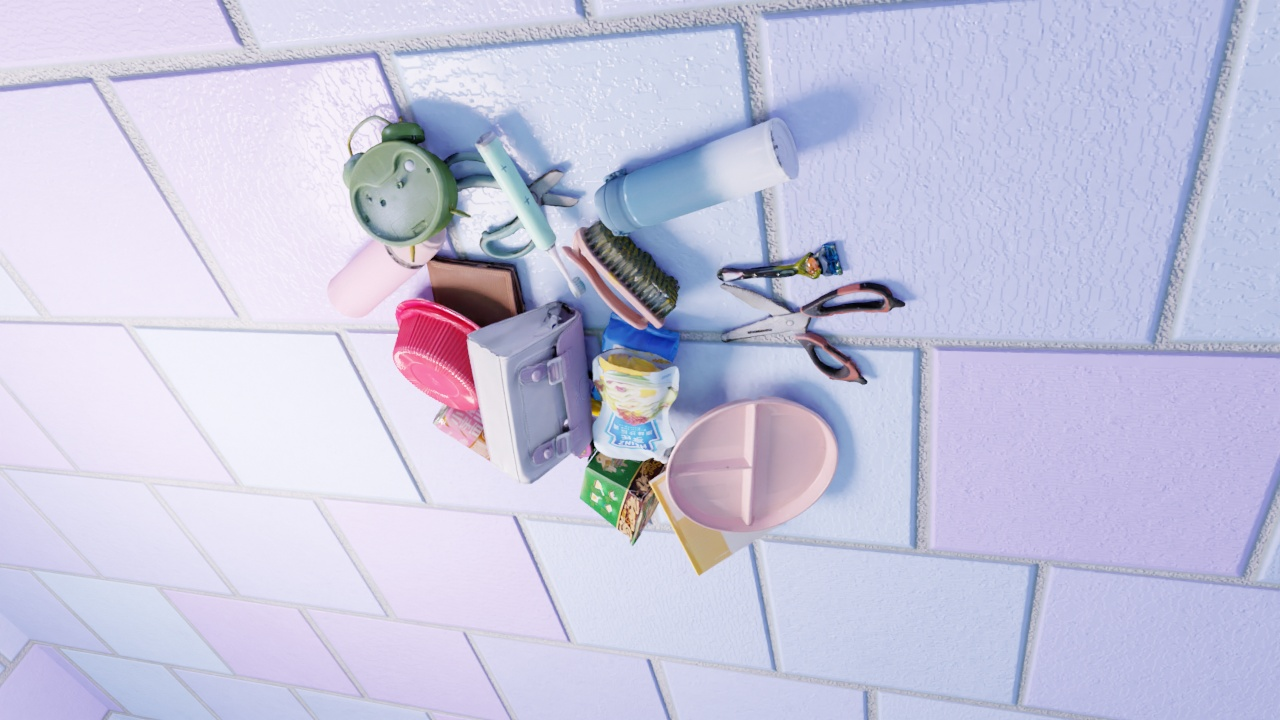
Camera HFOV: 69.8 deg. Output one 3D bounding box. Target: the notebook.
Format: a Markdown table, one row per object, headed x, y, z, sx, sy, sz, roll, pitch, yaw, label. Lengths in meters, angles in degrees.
| x | y | z | sx | sy | sz | roll | pitch | yaw | label |
| --- | --- | --- | --- | --- | --- | --- | --- | --- | --- |
| 0.108 | 0.201 | 1.284 | 0.145 | 0.010 | 0.206 | -30 | 126 | -8 | notebook |

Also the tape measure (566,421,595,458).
| x | y | z | sx | sy | sz | roll | pitch | yaw | label |
| --- | --- | --- | --- | --- | --- | --- | --- | --- | --- |
| -0.084 | 0.108 | 1.308 | 0.057 | 0.039 | 0.058 | 44 | 138 | -11 | tape measure |

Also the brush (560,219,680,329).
| x | y | z | sx | sy | sz | roll | pitch | yaw | label |
| --- | --- | --- | --- | --- | --- | --- | --- | --- | --- |
| -0.023 | -0.100 | 1.069 | 0.145 | 0.063 | 0.073 | 42 | 122 | -19 | brush |

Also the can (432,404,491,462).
| x | y | z | sx | sy | sz | roll | pitch | yaw | label |
| --- | --- | --- | --- | --- | --- | --- | --- | --- | --- |
| -0.229 | 0.110 | 1.349 | 0.147 | 0.057 | 0.058 | 35 | 134 | -14 | can |

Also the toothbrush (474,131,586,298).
| x | y | z | sx | sy | sz | roll | pitch | yaw | label |
| --- | --- | --- | --- | --- | --- | --- | --- | --- | --- |
| -0.121 | -0.159 | 1.049 | 0.026 | 0.027 | 0.224 | 15 | 143 | 50 | toothbrush |

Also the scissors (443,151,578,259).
| x | y | z | sx | sy | sz | roll | pitch | yaw | label |
| --- | --- | --- | --- | --- | --- | --- | --- | --- | --- |
| -0.163 | -0.194 | 1.064 | 0.178 | 0.019 | 0.173 | 41 | 134 | -18 | scissors |

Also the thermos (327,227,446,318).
| x | y | z | sx | sy | sz | roll | pitch | yaw | label |
| --- | --- | --- | --- | --- | --- | --- | --- | --- | --- |
| -0.324 | -0.132 | 1.155 | 0.199 | 0.067 | 0.087 | -31 | 86 | 40 | thermos |

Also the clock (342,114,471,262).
| x | y | z | sx | sy | sz | roll | pitch | yaw | label |
| --- | --- | --- | --- | --- | --- | --- | --- | --- | --- |
| -0.273 | -0.201 | 1.035 | 0.116 | 0.056 | 0.161 | -34 | 91 | 17 | clock |

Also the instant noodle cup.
| x | y | z | sx | sy | sz | roll | pitch | yaw | label |
| --- | --- | --- | --- | --- | --- | --- | --- | --- | --- |
| -0.257 | 0.004 | 1.217 | 0.194 | 0.065 | 0.194 | 23 | 153 | 13 | instant noodle cup |

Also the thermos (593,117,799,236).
| x | y | z | sx | sy | sz | roll | pitch | yaw | label |
| --- | --- | --- | --- | --- | --- | --- | --- | --- | --- |
| 0.052 | -0.188 | 0.957 | 0.221 | 0.070 | 0.070 | -13 | 127 | 30 | thermos |

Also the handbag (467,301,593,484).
| x | y | z | sx | sy | sz | roll | pitch | yaw | label |
| --- | --- | --- | --- | --- | --- | --- | --- | --- | --- |
| -0.128 | 0.040 | 1.167 | 0.098 | 0.144 | 0.197 | 25 | 133 | 36 | handbag |

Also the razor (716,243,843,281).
| x | y | z | sx | sy | sz | roll | pitch | yaw | label |
| --- | --- | --- | --- | --- | --- | --- | --- | --- | --- |
| 0.152 | -0.102 | 1.032 | 0.143 | 0.022 | 0.043 | -5 | 128 | 24 | razor |

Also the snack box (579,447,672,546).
| x | y | z | sx | sy | sz | roll | pitch | yaw | label |
| --- | --- | --- | --- | --- | --- | --- | --- | --- | --- |
| -0.021 | 0.172 | 1.306 | 0.105 | 0.118 | 0.118 | 26 | 137 | 13 | snack box |

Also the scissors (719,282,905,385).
| x | y | z | sx | sy | sz | roll | pitch | yaw | label |
| --- | --- | --- | --- | --- | --- | --- | --- | --- | --- |
| 0.197 | -0.045 | 1.074 | 0.222 | 0.015 | 0.190 | 30 | 135 | -10 | scissors |

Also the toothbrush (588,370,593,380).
| x | y | z | sx | sy | sz | roll | pitch | yaw | label |
| --- | --- | --- | --- | --- | --- | --- | --- | --- | --- |
| -0.103 | 0.001 | 1.229 | 0.189 | 0.017 | 0.014 | 31 | 128 | -12 | toothbrush |

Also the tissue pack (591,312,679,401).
| x | y | z | sx | sy | sz | roll | pitch | yaw | label |
| --- | --- | --- | --- | --- | --- | --- | --- | --- | --- |
| -0.007 | 0.007 | 1.174 | 0.095 | 0.052 | 0.157 | 19 | 136 | 5 | tissue pack |

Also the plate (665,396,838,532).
| x | y | z | sx | sy | sz | roll | pitch | yaw | label |
| --- | --- | --- | --- | --- | --- | --- | --- | --- | --- |
| 0.145 | 0.137 | 1.207 | 0.229 | 0.028 | 0.230 | -3 | 125 | -5 | plate |

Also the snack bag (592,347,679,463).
| x | y | z | sx | sy | sz | roll | pitch | yaw | label |
| --- | --- | --- | --- | --- | --- | --- | --- | --- | --- |
| -0.008 | 0.066 | 1.166 | 0.110 | 0.038 | 0.191 | 4 | 135 | 2 | snack bag |

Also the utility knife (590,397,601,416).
| x | y | z | sx | sy | sz | roll | pitch | yaw | label |
| --- | --- | --- | --- | --- | --- | --- | --- | --- | --- |
| -0.055 | 0.068 | 1.276 | 0.154 | 0.015 | 0.033 | 24 | 142 | -4 | utility knife |

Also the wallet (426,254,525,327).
| x | y | z | sx | sy | sz | roll | pitch | yaw | label |
| --- | --- | --- | --- | --- | --- | --- | --- | --- | --- |
| -0.211 | -0.086 | 1.177 | 0.125 | 0.032 | 0.101 | 8 | 131 | 13 | wallet |
